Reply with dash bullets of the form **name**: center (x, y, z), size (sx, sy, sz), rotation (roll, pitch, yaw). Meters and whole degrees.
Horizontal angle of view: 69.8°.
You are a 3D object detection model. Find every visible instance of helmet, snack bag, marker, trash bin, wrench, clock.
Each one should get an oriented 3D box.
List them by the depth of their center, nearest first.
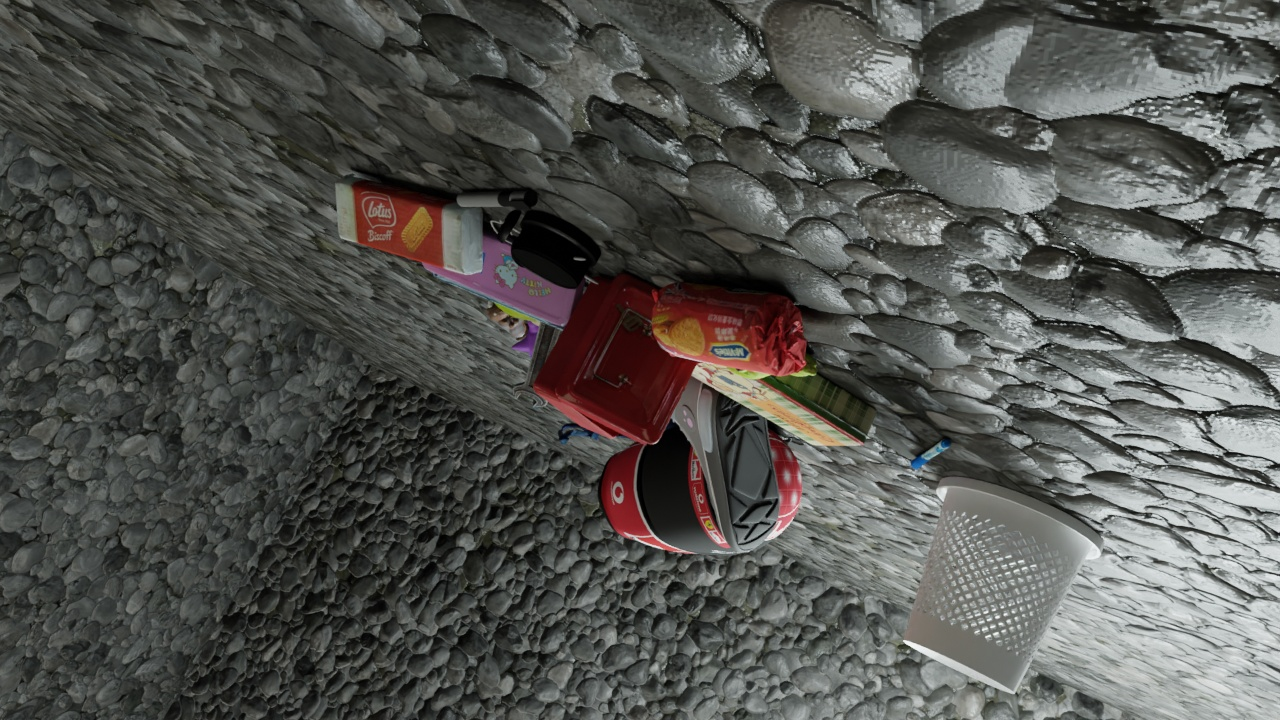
- **snack bag**: center (0.083, -0.031, 0.854), size (0.177, 0.082, 0.082), rotation (13, 162, 49)
- **marker**: center (-0.147, -0.163, 0.926), size (0.016, 0.016, 0.141), rotation (36, 165, -37)
- **clock**: center (-0.101, -0.117, 0.953), size (0.121, 0.042, 0.091), rotation (24, 167, 15)
- **marker**: center (0.329, 0.106, 1.039), size (0.013, 0.013, 0.142), rotation (25, 167, 9)
- **snack bag**: center (-0.271, -0.160, 1.062), size (0.225, 0.077, 0.041), rotation (17, -154, 31)
- **trash bin**: center (0.417, 0.273, 1.098), size (0.195, 0.199, 0.196), rotation (26, 168, 6)
- **wrench**: center (-0.131, -0.014, 1.243), size (0.070, 0.010, 0.274), rotation (18, 142, -5)
- **helmet**: center (0.111, 0.180, 1.319), size (0.225, 0.197, 0.270), rotation (-17, 163, 43)

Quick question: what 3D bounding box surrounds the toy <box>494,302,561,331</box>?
- **toy**: center (-0.141, -0.071, 1.230), size (0.117, 0.043, 0.092), rotation (27, 163, -24)

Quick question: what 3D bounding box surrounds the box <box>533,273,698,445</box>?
- **box**: center (-0.023, 0.002, 1.024), size (0.152, 0.157, 0.165), rotation (29, 170, 0)

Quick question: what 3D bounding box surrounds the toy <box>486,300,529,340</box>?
- **toy**: center (-0.195, -0.065, 1.377), size (0.102, 0.041, 0.055), rotation (47, 180, -38)

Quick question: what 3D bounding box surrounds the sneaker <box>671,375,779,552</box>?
- **sneaker**: center (0.090, 0.114, 1.178), size (0.160, 0.092, 0.257), rotation (24, 131, 51)

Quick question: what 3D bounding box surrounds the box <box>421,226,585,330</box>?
- **box**: center (-0.148, -0.109, 1.092), size (0.214, 0.090, 0.092), rotation (23, -155, 19)

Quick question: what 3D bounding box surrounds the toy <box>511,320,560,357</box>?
- **toy**: center (-0.142, -0.025, 1.328), size (0.056, 0.106, 0.088), rotation (-16, 173, 22)

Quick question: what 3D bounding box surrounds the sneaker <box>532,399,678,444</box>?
- **sneaker**: center (-0.037, 0.092, 1.449), size (0.294, 0.127, 0.120), rotation (18, 177, 6)

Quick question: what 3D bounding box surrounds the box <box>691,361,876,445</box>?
- **box**: center (0.152, 0.031, 1.024), size (0.205, 0.050, 0.118), rotation (30, 169, -16)

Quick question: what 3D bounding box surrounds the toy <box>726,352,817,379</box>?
- **toy**: center (0.129, 0.000, 0.912), size (0.093, 0.036, 0.094), rotation (8, -167, 12)
